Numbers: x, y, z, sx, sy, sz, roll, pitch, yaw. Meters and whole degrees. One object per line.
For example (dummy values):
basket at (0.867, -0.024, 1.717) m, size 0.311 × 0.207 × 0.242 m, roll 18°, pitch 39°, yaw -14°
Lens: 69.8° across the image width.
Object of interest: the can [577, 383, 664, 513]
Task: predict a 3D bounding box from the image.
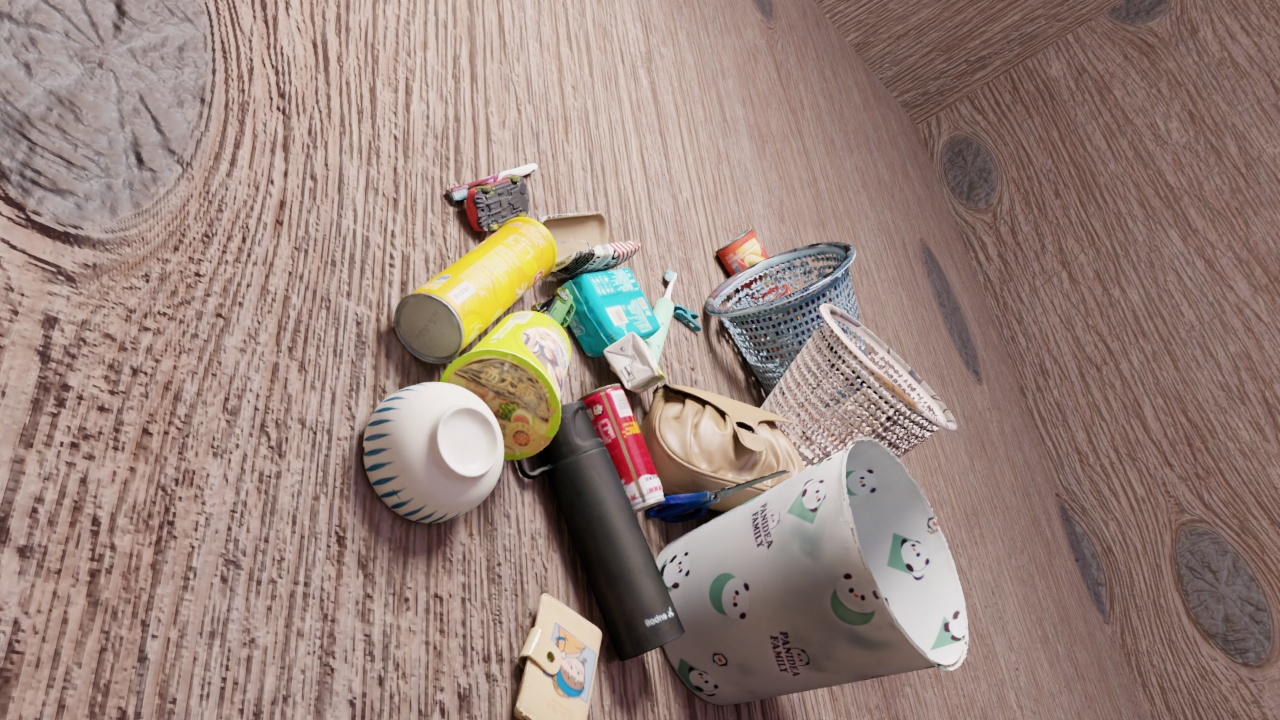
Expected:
can at (-0.021, 0.095, 0.971) m, size 0.053 × 0.053 × 0.132 m, roll -3°, pitch 67°, yaw -57°

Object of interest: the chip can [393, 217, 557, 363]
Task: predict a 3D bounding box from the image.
chip can at (-0.153, -0.074, 0.895) m, size 0.072 × 0.072 × 0.212 m, roll 54°, pitch 30°, yaw -12°

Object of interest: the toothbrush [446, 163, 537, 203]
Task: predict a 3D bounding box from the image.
toothbrush at (-0.164, -0.204, 1.046) m, size 0.017 × 0.016 × 0.187 m, roll 65°, pitch 29°, yaw -9°

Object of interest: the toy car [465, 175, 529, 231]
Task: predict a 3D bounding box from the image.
toy car at (-0.156, -0.173, 1.010) m, size 0.106 × 0.031 × 0.049 m, roll -41°, pitch 128°, yaw -57°

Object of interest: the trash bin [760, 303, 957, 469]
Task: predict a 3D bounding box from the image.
trash bin at (0.256, 0.071, 1.181) m, size 0.227 × 0.192 × 0.227 m, roll 36°, pitch 19°, yaw -15°

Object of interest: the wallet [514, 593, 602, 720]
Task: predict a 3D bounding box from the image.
wallet at (-0.071, 0.265, 0.785) m, size 0.087 × 0.024 × 0.114 m, roll 49°, pitch 33°, yaw -29°

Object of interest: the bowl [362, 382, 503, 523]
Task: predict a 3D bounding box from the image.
bowl at (-0.158, 0.071, 0.746) m, size 0.116 × 0.066 × 0.116 m, roll 16°, pitch 66°, yaw -39°

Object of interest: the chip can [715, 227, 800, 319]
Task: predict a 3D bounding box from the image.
chip can at (0.205, -0.104, 1.462) m, size 0.216 × 0.073 × 0.073 m, roll 58°, pitch 30°, yaw -6°

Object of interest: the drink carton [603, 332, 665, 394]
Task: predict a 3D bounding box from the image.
drink carton at (-0.006, 0.006, 1.037) m, size 0.053 × 0.045 × 0.122 m, roll 59°, pitch 2°, yaw 7°

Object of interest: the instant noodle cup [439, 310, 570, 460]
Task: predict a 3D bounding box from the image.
instant noodle cup at (-0.115, 0.014, 0.856) m, size 0.111 × 0.112 × 0.123 m, roll 51°, pitch 24°, yaw -16°

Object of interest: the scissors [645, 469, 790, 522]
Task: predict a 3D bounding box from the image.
scissors at (0.076, 0.138, 0.966) m, size 0.108 × 0.175 × 0.012 m, roll 11°, pitch 56°, yaw -26°

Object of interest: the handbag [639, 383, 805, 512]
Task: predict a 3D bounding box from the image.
handbag at (0.098, 0.100, 1.060) m, size 0.204 × 0.100 × 0.147 m, roll 17°, pitch 40°, yaw -22°

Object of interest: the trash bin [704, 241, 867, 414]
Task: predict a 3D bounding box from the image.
trash bin at (0.233, -0.038, 1.340) m, size 0.195 × 0.227 × 0.225 m, roll 66°, pitch 28°, yaw -18°

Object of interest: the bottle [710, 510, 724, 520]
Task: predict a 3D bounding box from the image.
bottle at (0.136, 0.175, 1.137) m, size 0.057 × 0.058 × 0.174 m, roll 58°, pitch 30°, yaw -5°

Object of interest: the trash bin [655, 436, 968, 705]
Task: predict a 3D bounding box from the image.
trash bin at (0.163, 0.230, 0.939) m, size 0.229 × 0.253 × 0.229 m, roll 36°, pitch 39°, yaw -36°

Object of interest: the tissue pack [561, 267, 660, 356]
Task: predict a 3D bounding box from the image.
tissue pack at (-0.035, -0.059, 1.083) m, size 0.093 × 0.050 × 0.133 m, roll 62°, pitch 30°, yaw 5°

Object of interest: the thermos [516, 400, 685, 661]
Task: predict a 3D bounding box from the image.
thermos at (-0.046, 0.163, 0.878) m, size 0.089 × 0.069 × 0.242 m, roll -19°, pitch 78°, yaw -27°

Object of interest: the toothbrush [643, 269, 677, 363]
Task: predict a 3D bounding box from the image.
toothbrush at (0.027, -0.056, 1.198) m, size 0.027 × 0.027 × 0.223 m, roll 29°, pitch 38°, yaw -9°

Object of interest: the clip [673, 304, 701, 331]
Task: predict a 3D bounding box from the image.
clip at (0.065, -0.060, 1.273) m, size 0.056 × 0.014 × 0.039 m, roll 26°, pitch 44°, yaw -43°

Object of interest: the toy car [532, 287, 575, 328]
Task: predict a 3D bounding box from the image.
toy car at (-0.099, -0.044, 0.982) m, size 0.036 × 0.043 × 0.091 m, roll 52°, pitch 31°, yaw -15°

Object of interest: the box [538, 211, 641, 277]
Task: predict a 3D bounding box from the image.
box at (-0.069, -0.142, 1.084) m, size 0.088 × 0.076 × 0.162 m, roll 59°, pitch 31°, yaw 3°
